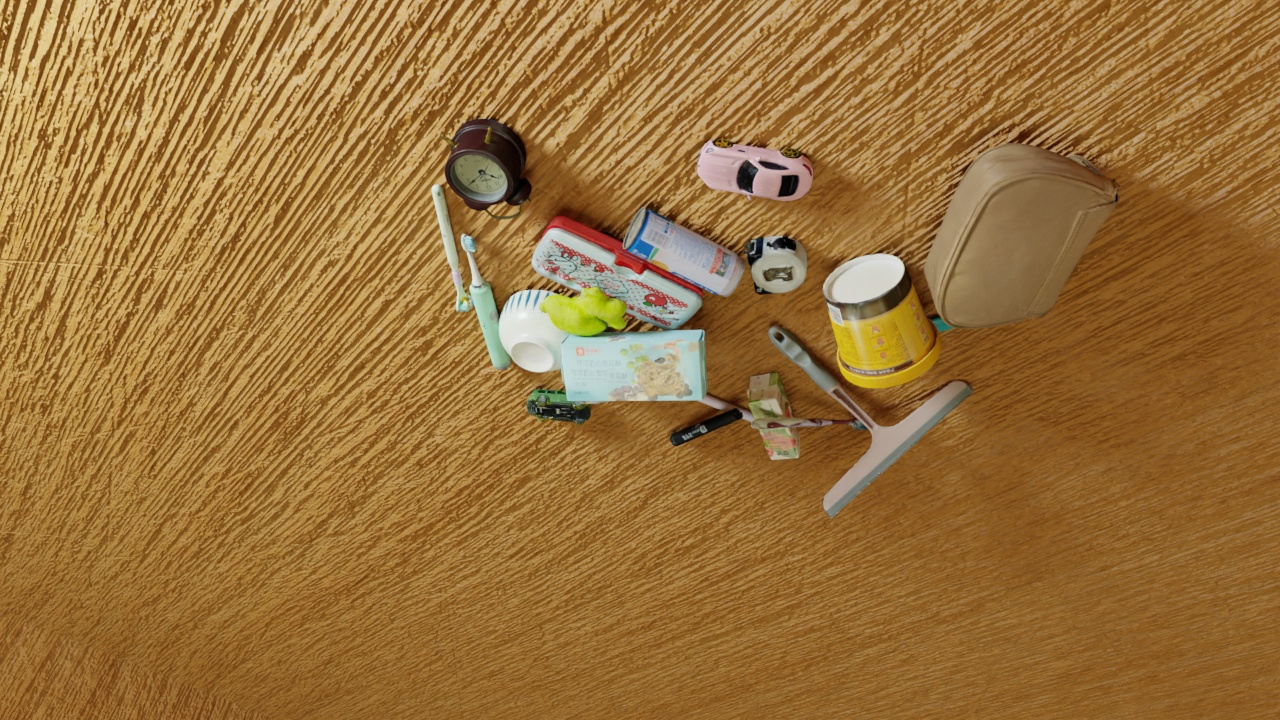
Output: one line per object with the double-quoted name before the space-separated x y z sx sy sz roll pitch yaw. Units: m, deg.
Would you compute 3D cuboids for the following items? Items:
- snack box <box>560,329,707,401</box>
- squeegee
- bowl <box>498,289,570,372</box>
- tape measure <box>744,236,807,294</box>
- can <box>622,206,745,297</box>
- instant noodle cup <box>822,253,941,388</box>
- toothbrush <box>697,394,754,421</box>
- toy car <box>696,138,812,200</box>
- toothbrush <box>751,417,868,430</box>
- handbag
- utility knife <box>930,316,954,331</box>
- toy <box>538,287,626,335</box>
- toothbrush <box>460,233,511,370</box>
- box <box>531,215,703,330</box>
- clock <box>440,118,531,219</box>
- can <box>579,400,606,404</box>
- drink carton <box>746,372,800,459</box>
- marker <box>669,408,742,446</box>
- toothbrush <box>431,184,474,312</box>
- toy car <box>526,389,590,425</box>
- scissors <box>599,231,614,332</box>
"snack box" -0.007 0.006 1.110 0.175 0.051 0.074 -1 109 12
"squeegee" 0.249 0.037 1.175 0.249 0.040 0.248 42 103 -14
"bowl" -0.128 -0.027 1.171 0.116 0.066 0.117 9 139 8
"tape measure" 0.158 -0.110 1.052 0.066 0.033 0.066 -7 136 19
"can" 0.050 -0.122 1.046 0.134 0.053 0.053 25 136 -15
"instant noodle cup" 0.268 -0.048 1.041 0.119 0.118 0.114 -13 125 24
"toothbrush" 0.085 0.052 1.251 0.189 0.021 0.029 20 116 -13
"toy car" 0.120 -0.197 0.965 0.122 0.037 0.056 9 136 3
"toothbrush" 0.227 0.085 1.206 0.187 0.017 0.016 1 121 -25
"handbag" 0.382 -0.128 0.945 0.147 0.099 0.205 5 138 -5
"utility knife" 0.338 -0.038 1.105 0.187 0.013 0.029 -14 141 24
"toy" -0.067 -0.055 1.091 0.096 0.031 0.100 29 144 -18
"toothbrush" -0.198 -0.072 1.172 0.027 0.026 0.225 19 141 24
"box" -0.027 -0.095 1.075 0.201 0.046 0.087 24 141 -14
"clock" -0.165 -0.204 1.001 0.082 0.055 0.122 -4 137 16
"can" -0.017 0.017 1.184 0.148 0.074 0.049 -11 102 18
"drink carton" 0.178 0.076 1.233 0.046 0.053 0.122 -9 133 21
"marker" 0.090 0.093 1.280 0.022 0.020 0.132 -2 162 -42
"toothbrush" -0.229 -0.134 1.118 0.020 0.029 0.190 38 148 33
"toy car" -0.114 0.064 1.292 0.091 0.036 0.043 8 136 5
"scissors" -0.035 -0.092 1.127 0.178 0.014 0.159 -12 133 25
